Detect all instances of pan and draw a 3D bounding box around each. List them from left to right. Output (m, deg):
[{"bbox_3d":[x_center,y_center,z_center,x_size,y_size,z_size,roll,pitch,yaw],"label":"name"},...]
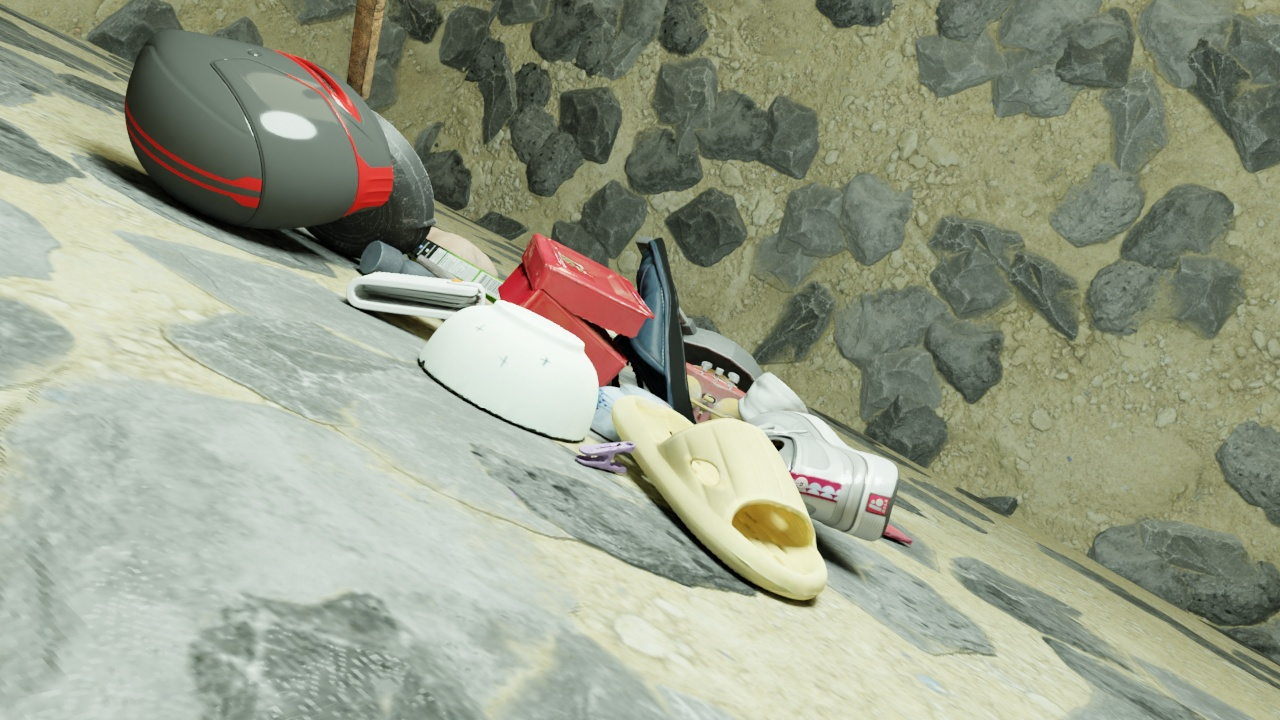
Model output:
[{"bbox_3d":[-0.303,-0.242,0.962,0.207,0.358,0.040,26,46,1],"label":"pan"},{"bbox_3d":[0.063,-0.042,1.211,0.179,0.041,0.357,10,-31,29],"label":"pan"}]

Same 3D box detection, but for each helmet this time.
[{"bbox_3d":[-0.388,-0.216,0.885,0.265,0.165,0.169,35,36,10],"label":"helmet"}]

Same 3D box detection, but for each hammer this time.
[{"bbox_3d":[-0.171,-0.036,0.954,0.129,0.040,0.322,27,5,-47],"label":"hammer"}]

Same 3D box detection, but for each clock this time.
[{"bbox_3d":[0.084,0.046,1.157,0.117,0.081,0.158,28,6,2],"label":"clock"}]

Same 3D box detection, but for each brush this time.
[{"bbox_3d":[-0.176,-0.068,0.968,0.151,0.012,0.039,35,1,7],"label":"brush"}]

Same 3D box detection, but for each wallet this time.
[{"bbox_3d":[-0.207,-0.063,0.874,0.118,0.037,0.115,7,8,-6],"label":"wallet"}]

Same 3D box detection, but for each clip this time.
[{"bbox_3d":[-0.023,0.069,0.699,0.052,0.042,0.014,41,-3,-42],"label":"clip"}]

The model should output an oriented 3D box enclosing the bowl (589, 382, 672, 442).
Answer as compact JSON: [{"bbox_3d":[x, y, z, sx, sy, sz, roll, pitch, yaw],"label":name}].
[{"bbox_3d":[-0.003,0.053,0.864,0.114,0.045,0.114,27,6,-3],"label":"bowl"}]

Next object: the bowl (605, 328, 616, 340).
[{"bbox_3d":[-0.069,-0.020,1.129,0.115,0.062,0.115,27,6,-3],"label":"bowl"}]

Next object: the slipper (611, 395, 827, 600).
[{"bbox_3d":[0.065,0.080,0.705,0.111,0.079,0.261,25,11,-36],"label":"slipper"}]

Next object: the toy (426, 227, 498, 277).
[{"bbox_3d":[-0.337,-0.183,1.363,0.264,0.065,0.196,27,0,14],"label":"toy"}]

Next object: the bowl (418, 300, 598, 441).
[{"bbox_3d":[-0.098,0.000,0.760,0.153,0.073,0.153,27,7,-4],"label":"bowl"}]

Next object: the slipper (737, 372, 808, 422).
[{"bbox_3d":[0.166,0.081,1.115,0.112,0.074,0.247,59,5,19],"label":"slipper"}]

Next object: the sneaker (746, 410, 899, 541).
[{"bbox_3d":[0.127,0.097,0.871,0.128,0.097,0.263,15,4,-15],"label":"sneaker"}]

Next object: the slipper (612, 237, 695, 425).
[{"bbox_3d":[0.005,-0.022,0.990,0.083,0.265,0.109,-8,-34,4],"label":"slipper"}]

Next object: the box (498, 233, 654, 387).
[{"bbox_3d":[-0.076,-0.048,0.939,0.134,0.112,0.157,31,11,-18],"label":"box"}]

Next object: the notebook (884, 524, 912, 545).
[{"bbox_3d":[0.209,0.158,1.087,0.208,0.012,0.153,25,4,-35],"label":"notebook"}]

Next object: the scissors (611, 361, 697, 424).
[{"bbox_3d":[-0.011,0.003,1.052,0.142,0.015,0.209,9,45,-48],"label":"scissors"}]

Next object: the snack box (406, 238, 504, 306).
[{"bbox_3d":[-0.215,-0.093,1.120,0.147,0.025,0.080,29,-22,17],"label":"snack box"}]
